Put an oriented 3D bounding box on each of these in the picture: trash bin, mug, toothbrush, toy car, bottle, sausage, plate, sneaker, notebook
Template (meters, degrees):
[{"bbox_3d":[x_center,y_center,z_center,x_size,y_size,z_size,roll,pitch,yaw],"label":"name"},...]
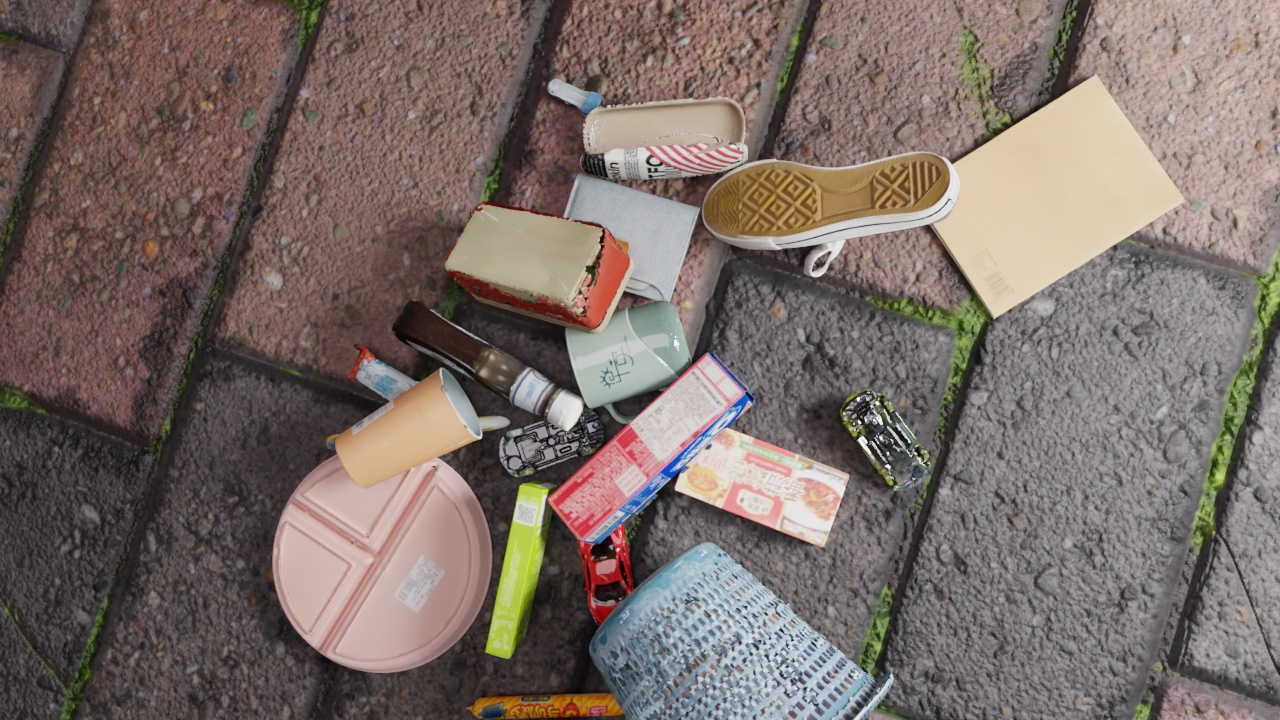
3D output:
[{"bbox_3d":[0.070,0.276,0.799,0.226,0.226,0.195,-43,70,1],"label":"trash bin"},{"bbox_3d":[-0.005,0.005,0.882,0.106,0.082,0.112,-16,105,4],"label":"mug"},{"bbox_3d":[-0.225,0.074,0.925,0.191,0.018,0.016,-6,123,4],"label":"toothbrush"},{"bbox_3d":[0.232,0.076,0.874,0.048,0.032,0.105,-37,94,2],"label":"toy car"},{"bbox_3d":[-0.225,0.069,0.881,0.123,0.078,0.078,-28,83,0],"label":"mug"},{"bbox_3d":[-0.032,0.207,0.892,0.049,0.031,0.106,-9,87,6],"label":"toy car"},{"bbox_3d":[-0.087,0.081,0.905,0.105,0.031,0.049,-19,80,0],"label":"toy car"},{"bbox_3d":[-0.145,0.007,0.888,0.195,0.080,0.044,29,82,12],"label":"bottle"},{"bbox_3d":[-0.088,0.336,0.892,0.165,0.021,0.021,-4,85,6],"label":"sausage"},{"bbox_3d":[-0.263,0.198,0.917,0.229,0.028,0.229,0,85,5],"label":"plate"},{"bbox_3d":[0.180,-0.141,0.869,0.241,0.088,0.118,-2,72,27],"label":"sneaker"},{"bbox_3d":[0.389,-0.158,0.885,0.211,0.012,0.149,-32,84,3],"label":"notebook"}]

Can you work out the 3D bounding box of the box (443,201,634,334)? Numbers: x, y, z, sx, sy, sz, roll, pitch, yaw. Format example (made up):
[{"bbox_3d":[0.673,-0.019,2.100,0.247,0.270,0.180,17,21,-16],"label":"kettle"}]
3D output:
[{"bbox_3d":[-0.102,-0.092,0.859,0.168,0.078,0.091,16,74,32],"label":"box"}]

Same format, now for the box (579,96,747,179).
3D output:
[{"bbox_3d":[0.021,-0.220,0.897,0.162,0.076,0.087,-5,80,7],"label":"box"}]

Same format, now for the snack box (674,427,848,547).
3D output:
[{"bbox_3d":[0.116,0.117,0.885,0.153,0.025,0.075,21,88,7],"label":"snack box"}]

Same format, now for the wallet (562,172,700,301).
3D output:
[{"bbox_3d":[-0.018,-0.120,0.911,0.130,0.037,0.106,18,87,8],"label":"wallet"}]

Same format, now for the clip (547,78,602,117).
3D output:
[{"bbox_3d":[-0.068,-0.268,0.937,0.058,0.036,0.025,26,90,3],"label":"clip"}]

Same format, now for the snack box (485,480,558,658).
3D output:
[{"bbox_3d":[-0.112,0.194,0.873,0.026,0.086,0.156,11,88,5],"label":"snack box"}]

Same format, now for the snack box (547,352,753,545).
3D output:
[{"bbox_3d":[0.012,0.084,0.858,0.207,0.057,0.058,-43,69,3],"label":"snack box"}]

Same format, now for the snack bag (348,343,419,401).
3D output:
[{"bbox_3d":[-0.251,0.024,0.927,0.105,0.026,0.045,31,114,4],"label":"snack bag"}]
